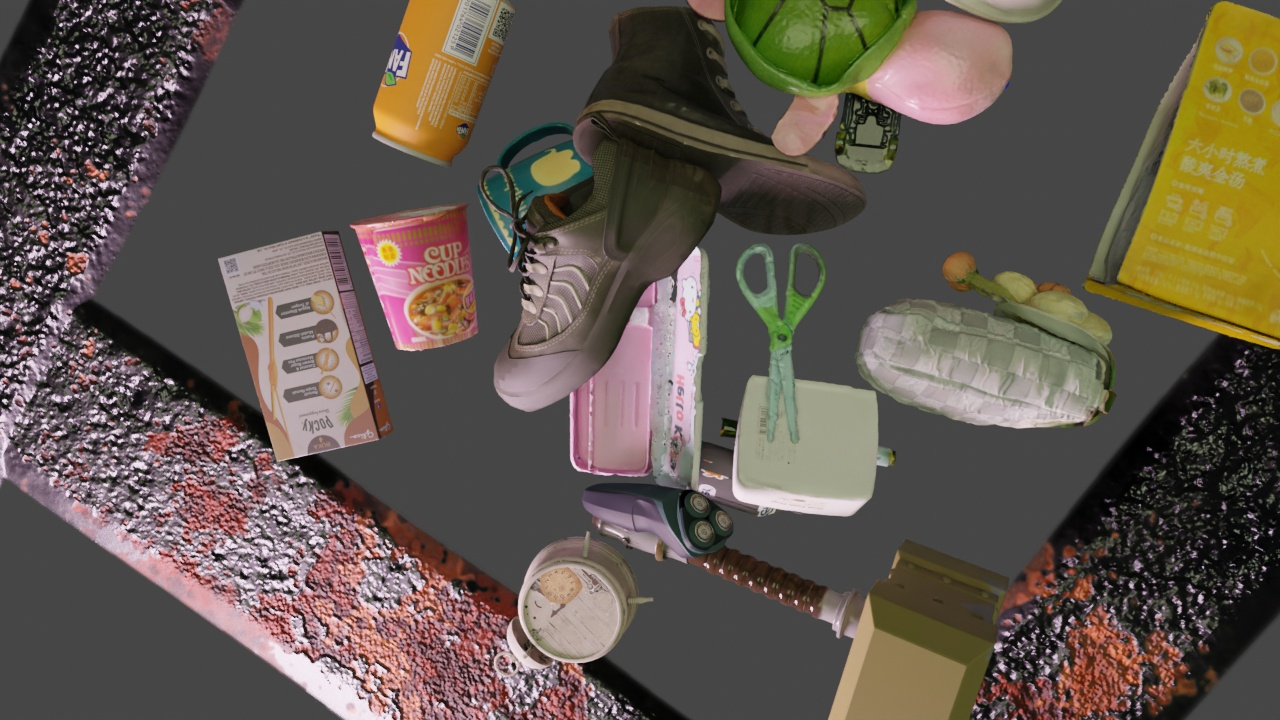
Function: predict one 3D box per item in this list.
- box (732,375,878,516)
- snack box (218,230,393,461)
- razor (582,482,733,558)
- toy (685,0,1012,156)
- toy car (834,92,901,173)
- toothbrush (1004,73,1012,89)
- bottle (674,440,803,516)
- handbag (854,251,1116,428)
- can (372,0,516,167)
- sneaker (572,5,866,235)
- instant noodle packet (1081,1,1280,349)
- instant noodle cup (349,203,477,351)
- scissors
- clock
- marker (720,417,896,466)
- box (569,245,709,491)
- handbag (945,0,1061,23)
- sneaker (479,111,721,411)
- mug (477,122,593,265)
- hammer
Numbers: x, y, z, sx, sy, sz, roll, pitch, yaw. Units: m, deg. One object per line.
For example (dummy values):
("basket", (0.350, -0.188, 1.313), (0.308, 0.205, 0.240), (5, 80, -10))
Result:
("box", (0.128, 0.069, 0.737), (0.107, 0.076, 0.102), (8, 65, 0))
("snack box", (-0.296, -0.012, 0.816), (0.101, 0.031, 0.186), (-12, 97, 10))
("razor", (0.007, 0.120, 0.721), (0.143, 0.047, 0.052), (3, 107, 45))
("toy", (0.143, -0.237, 0.650), (0.238, 0.088, 0.189), (34, 75, 10))
("toy car", (0.180, -0.199, 0.713), (0.048, 0.033, 0.105), (9, 103, 9))
("toothbrush", (0.202, -0.253, 0.708), (0.182, 0.018, 0.016), (27, 77, 4))
("bottle", (0.085, 0.102, 0.767), (0.112, 0.047, 0.047), (17, 101, 6))
("handbag", (0.255, -0.014, 0.693), (0.171, 0.112, 0.123), (14, 91, 7))
("can", (-0.159, -0.235, 0.736), (0.079, 0.079, 0.142), (24, 101, 4))
("sneaker", (0.071, -0.180, 0.706), (0.234, 0.095, 0.119), (16, 67, -10))
("instant noodle packet", (0.451, -0.129, 0.666), (0.163, 0.084, 0.221), (20, 95, 6))
("instant noodle cup", (-0.180, -0.069, 0.763), (0.098, 0.097, 0.109), (-7, 105, 10))
("scissors", (0.118, -0.016, 0.722), (0.078, 0.033, 0.175), (-2, 73, 2))
("clock", (-0.072, 0.227, 0.804), (0.157, 0.061, 0.103), (-43, 90, 10))
("marker", (0.139, 0.068, 0.769), (0.146, 0.017, 0.017), (9, 100, 7))
("box", (0.006, 0.003, 0.756), (0.150, 0.073, 0.201), (9, 101, 34))
("handbag", (0.221, -0.340, 0.617), (0.199, 0.093, 0.200), (24, 64, 8))
("sneaker", (-0.066, -0.072, 0.663), (0.143, 0.101, 0.238), (33, 113, -18))
("mug", (-0.071, -0.143, 0.743), (0.104, 0.084, 0.112), (-27, 65, 7))
("hammer", (0.107, 0.178, 0.733), (0.325, 0.190, 0.101), (19, 101, 23))
